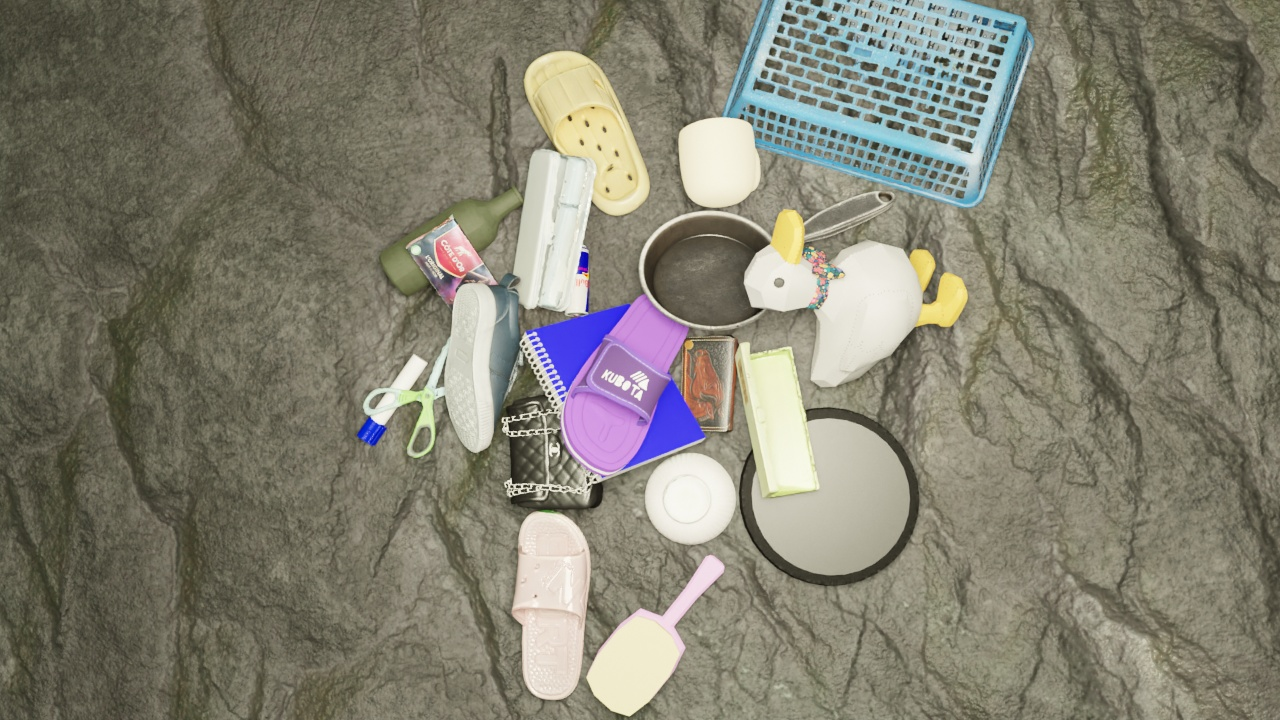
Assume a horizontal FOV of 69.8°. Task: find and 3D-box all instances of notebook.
[{"bbox_3d":[-0.037,0.036,1.155,0.171,0.022,0.209,-18,69,-33],"label":"notebook"}]

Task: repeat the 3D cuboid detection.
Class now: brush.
[{"bbox_3d":[0.025,0.341,1.156,0.089,0.043,0.228,39,89,10],"label":"brush"}]

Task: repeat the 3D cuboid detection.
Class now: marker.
[{"bbox_3d":[-0.336,0.053,1.248,0.027,0.023,0.133,34,88,10],"label":"marker"}]

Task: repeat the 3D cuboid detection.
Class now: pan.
[{"bbox_3d":[0.203,0.116,1.170,0.225,0.034,0.356,-32,81,2],"label":"pan"},{"bbox_3d":[0.169,-0.145,1.192,0.356,0.055,0.187,-20,62,-11],"label":"pan"}]

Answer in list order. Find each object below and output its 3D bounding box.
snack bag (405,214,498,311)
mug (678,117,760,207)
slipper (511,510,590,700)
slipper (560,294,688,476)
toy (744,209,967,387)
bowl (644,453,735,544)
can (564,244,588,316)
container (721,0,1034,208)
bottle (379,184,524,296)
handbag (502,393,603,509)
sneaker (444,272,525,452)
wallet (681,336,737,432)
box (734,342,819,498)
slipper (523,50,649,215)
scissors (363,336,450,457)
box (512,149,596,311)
[{"bbox_3d":[-0.237,-0.109,1.221,0.074,0.018,0.155,-32,113,2],"label":"snack bag"},{"bbox_3d":[0.111,-0.251,1.204,0.120,0.096,0.099,0,83,-34],"label":"mug"},{"bbox_3d":[-0.114,0.312,1.167,0.094,0.064,0.239,-1,84,7],"label":"slipper"},{"bbox_3d":[-0.007,0.007,1.114,0.107,0.084,0.265,32,53,-4],"label":"slipper"},{"bbox_3d":[0.248,-0.072,1.115,0.267,0.140,0.247,-6,124,-14],"label":"toy"},{"bbox_3d":[0.061,0.175,1.164,0.118,0.062,0.118,-1,83,7],"label":"bowl"},{"bbox_3d":[-0.086,-0.107,1.234,0.032,0.032,0.095,-1,82,7],"label":"can"},{"bbox_3d":[0.309,-0.375,1.193,0.362,0.089,0.257,19,85,9],"label":"container"},{"bbox_3d":[-0.249,-0.169,1.243,0.207,0.071,0.071,-32,80,2],"label":"bottle"},{"bbox_3d":[-0.117,0.117,1.167,0.125,0.114,0.153,-5,85,7],"label":"handbag"},{"bbox_3d":[-0.196,0.004,1.201,0.089,0.087,0.236,26,116,43],"label":"sneaker"},{"bbox_3d":[0.089,0.031,1.193,0.072,0.019,0.123,-1,82,26],"label":"wallet"},{"bbox_3d":[0.172,0.072,1.130,0.083,0.091,0.187,-8,77,-7],"label":"box"},{"bbox_3d":[-0.070,-0.320,1.239,0.111,0.079,0.261,-28,81,-1],"label":"slipper"},{"bbox_3d":[-0.292,0.045,1.233,0.160,0.025,0.171,18,88,-3],"label":"scissors"},{"bbox_3d":[-0.115,-0.172,1.219,0.083,0.122,0.215,6,103,-23],"label":"box"}]
